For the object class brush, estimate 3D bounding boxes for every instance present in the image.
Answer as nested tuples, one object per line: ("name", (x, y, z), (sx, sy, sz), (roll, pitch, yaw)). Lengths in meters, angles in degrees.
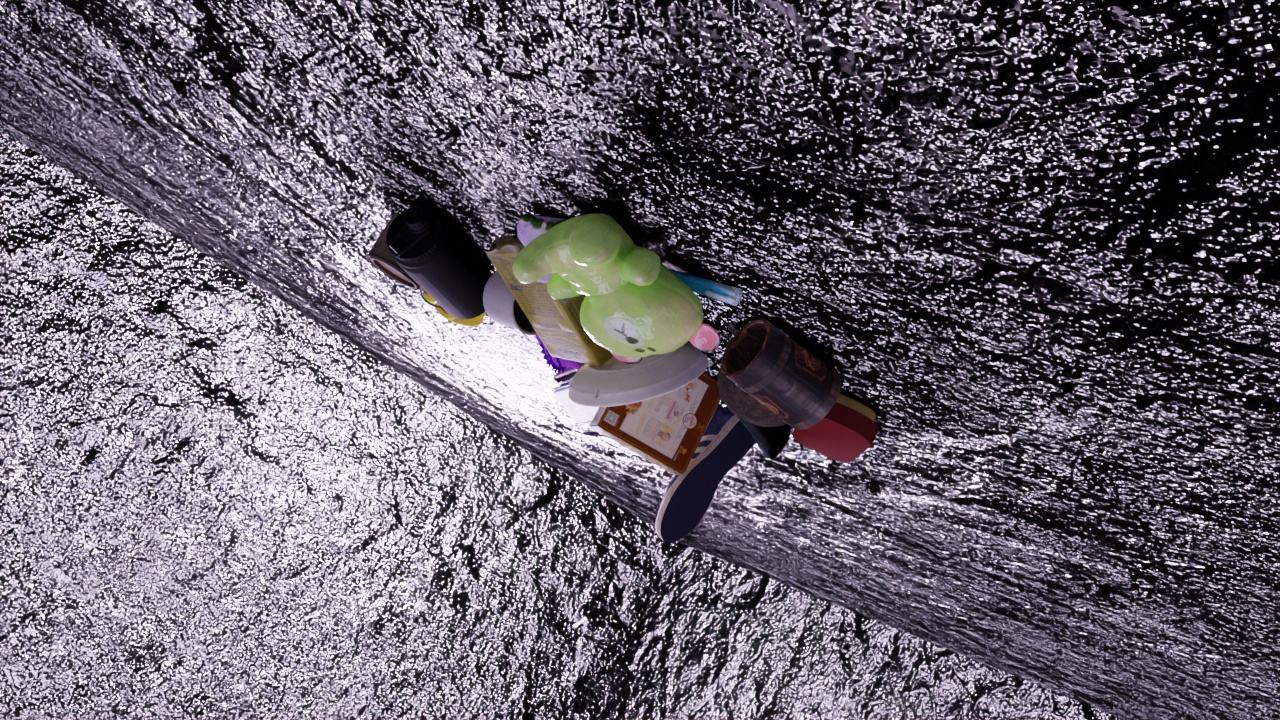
("brush", (0.243, 0.081, 1.141), (0.082, 0.041, 0.173), (26, 166, 7))

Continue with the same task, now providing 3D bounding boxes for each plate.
("plate", (-0.007, 0.007, 1.159), (0.183, 0.181, 0.034), (9, 119, 53))

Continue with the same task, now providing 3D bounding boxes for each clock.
("clock", (-0.278, -0.093, 1.390), (0.118, 0.057, 0.083), (2, -150, -48))

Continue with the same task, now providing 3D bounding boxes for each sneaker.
("sneaker", (0.063, 0.151, 1.366), (0.118, 0.232, 0.091), (22, 157, 44))

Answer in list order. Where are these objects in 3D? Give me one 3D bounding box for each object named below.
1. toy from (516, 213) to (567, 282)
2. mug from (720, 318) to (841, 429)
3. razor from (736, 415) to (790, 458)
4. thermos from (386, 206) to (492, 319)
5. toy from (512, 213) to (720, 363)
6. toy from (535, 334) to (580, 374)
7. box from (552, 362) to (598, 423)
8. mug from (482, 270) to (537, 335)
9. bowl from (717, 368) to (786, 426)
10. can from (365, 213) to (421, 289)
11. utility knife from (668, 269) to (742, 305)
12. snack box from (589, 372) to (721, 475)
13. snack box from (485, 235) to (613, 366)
("toy", (-0.098, -0.125, 1.025), (0.080, 0.036, 0.100), (6, 143, 0))
("mug", (0.148, 0.007, 1.012), (0.107, 0.080, 0.115), (35, -169, -23))
("razor", (0.164, 0.087, 1.310), (0.151, 0.054, 0.067), (44, 168, -36))
("thermos", (-0.273, -0.136, 1.246), (0.086, 0.086, 0.198), (22, 165, 22))
("toy", (-0.022, -0.076, 0.948), (0.150, 0.107, 0.196), (-12, 145, 37))
("toy", (-0.118, -0.027, 1.317), (0.106, 0.055, 0.088), (8, 120, 42))
("box", (-0.066, 0.035, 1.411), (0.091, 0.090, 0.214), (51, 162, -7))
("mug", (-0.153, -0.076, 1.246), (0.071, 0.084, 0.113), (19, 169, 40))
("bowl", (0.149, 0.051, 1.182), (0.121, 0.056, 0.121), (26, 166, 7))
("can", (-0.338, -0.155, 1.322), (0.090, 0.074, 0.090), (26, 166, 7))
("utility knife", (0.034, -0.090, 0.978), (0.167, 0.015, 0.022), (22, 141, 29))
("snack box", (0.026, 0.064, 1.281), (0.147, 0.143, 0.041), (31, 167, -16))
("snack box", (-0.111, -0.079, 1.143), (0.121, 0.045, 0.181), (10, 136, 54))
